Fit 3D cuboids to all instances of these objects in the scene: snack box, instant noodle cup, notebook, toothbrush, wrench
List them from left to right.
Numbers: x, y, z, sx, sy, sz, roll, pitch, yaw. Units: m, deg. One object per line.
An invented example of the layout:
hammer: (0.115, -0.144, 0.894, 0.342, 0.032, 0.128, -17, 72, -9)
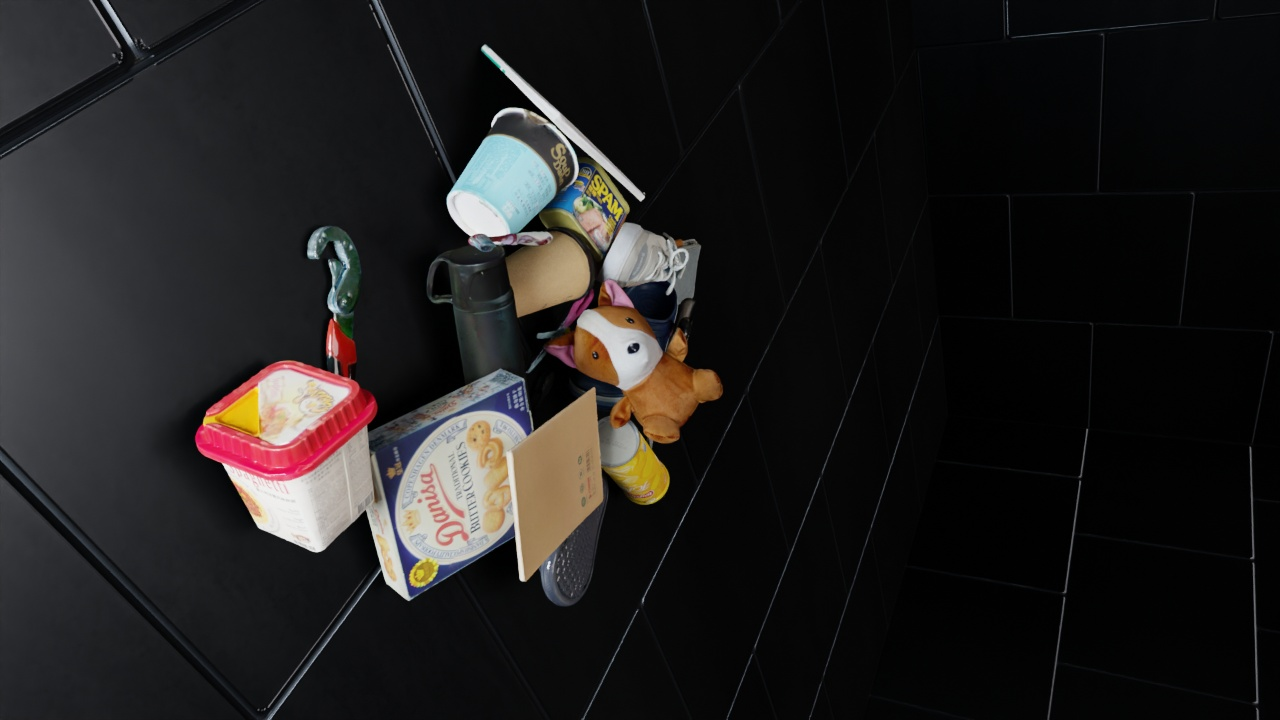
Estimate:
instant noodle cup: (-0.284, 0.083, 0.766, 0.116, 0.116, 0.124, -49, 146, -46)
wrench: (-0.280, 0.014, 0.849, 0.056, 0.016, 0.273, -11, 104, -60)
snack box: (-0.188, 0.124, 0.933, 0.182, 0.046, 0.178, -28, 127, -36)
instant noodle cup: (-0.144, -0.191, 0.985, 0.120, 0.111, 0.111, -57, 141, -28)
toothbrush: (-0.128, -0.123, 0.951, 0.016, 0.017, 0.187, -55, 170, 17)
toothbrush: (-0.149, 0.091, 1.108, 0.188, 0.018, 0.014, -65, 144, -27)
notebook: (-0.089, 0.130, 1.015, 0.207, 0.008, 0.148, -38, 128, -63)
notebook: (-0.083, -0.270, 1.055, 0.012, 0.150, 0.209, -46, 151, 9)

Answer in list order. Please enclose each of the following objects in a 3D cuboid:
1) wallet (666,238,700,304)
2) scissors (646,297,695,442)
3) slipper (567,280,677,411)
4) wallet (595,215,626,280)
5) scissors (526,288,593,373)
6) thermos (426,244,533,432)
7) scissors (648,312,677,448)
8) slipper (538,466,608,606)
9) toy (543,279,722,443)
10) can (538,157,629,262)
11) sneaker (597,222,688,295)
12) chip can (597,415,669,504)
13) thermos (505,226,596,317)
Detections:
wallet: (0.046, -0.132, 1.402, 0.129, 0.037, 0.107, -25, 126, -57)
scissors: (0.041, 0.007, 1.306, 0.233, 0.021, 0.220, 109, -2, -66)
slipper: (-0.009, -0.035, 1.230, 0.095, 0.105, 0.252, 98, 16, -45)
wallet: (-0.067, -0.181, 1.195, 0.132, 0.031, 0.107, 47, 56, -55)
scissors: (-0.095, -0.038, 1.135, 0.135, 0.017, 0.133, -56, 165, 13)
thermos: (-0.170, -0.003, 0.990, 0.068, 0.090, 0.243, -66, 154, -59)
scissors: (0.025, 0.024, 1.406, 0.189, 0.015, 0.223, 28, 70, -59)
slipper: (-0.100, 0.206, 1.155, 0.267, 0.083, 0.111, -72, 154, -61)
toy: (-0.007, 0.006, 1.110, 0.199, 0.131, 0.140, 46, 77, -6)
can: (-0.068, -0.179, 1.110, 0.102, 0.057, 0.083, 50, 54, -43)
sneaker: (0.011, -0.125, 1.201, 0.089, 0.091, 0.242, -64, 175, 12)
chip can: (-0.014, 0.138, 1.249, 0.213, 0.072, 0.072, 61, 42, -65)
thermos: (-0.120, -0.095, 1.056, 0.142, 0.093, 0.093, -34, 124, -46)
